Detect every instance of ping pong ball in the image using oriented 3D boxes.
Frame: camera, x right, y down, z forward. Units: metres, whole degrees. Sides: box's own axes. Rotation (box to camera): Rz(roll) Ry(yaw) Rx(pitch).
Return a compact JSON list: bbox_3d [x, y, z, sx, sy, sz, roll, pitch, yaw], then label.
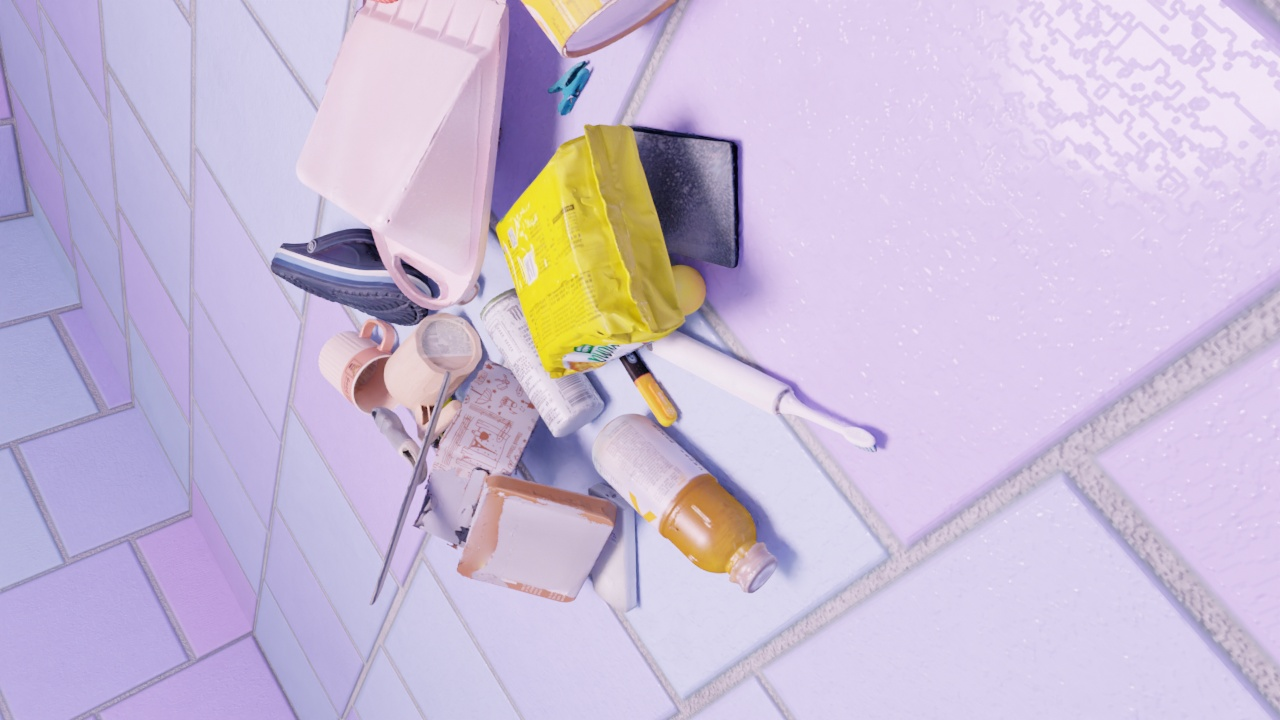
[{"bbox_3d":[0.032,-0.055,0.724,0.040,0.040,0.040,27,128,40],"label":"ping pong ball"}]

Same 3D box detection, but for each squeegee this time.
[{"bbox_3d":[-0.257,0.098,0.994,0.246,0.039,0.246,34,106,61],"label":"squeegee"}]

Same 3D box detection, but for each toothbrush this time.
[{"bbox_3d":[0.087,0.020,0.708,0.221,0.026,0.026,28,167,39],"label":"toothbrush"}]

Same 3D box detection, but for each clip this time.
[{"bbox_3d":[-0.058,-0.229,0.764,0.057,0.015,0.049,-37,77,54],"label":"clip"}]

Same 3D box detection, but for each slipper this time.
[{"bbox_3d":[-0.342,-0.110,1.114,0.253,0.105,0.095,13,78,32],"label":"slipper"}]

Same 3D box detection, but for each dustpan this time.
[{"bbox_3d":[-0.195,-0.194,0.836,0.222,0.138,0.273,35,98,39],"label":"dustpan"}]

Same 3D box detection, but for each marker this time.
[{"bbox_3d":[-0.005,0.005,0.819,0.124,0.018,0.015,57,143,14],"label":"marker"}]

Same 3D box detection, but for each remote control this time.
[{"bbox_3d":[-0.028,0.194,0.946,0.056,0.019,0.135,23,124,42],"label":"remote control"}]

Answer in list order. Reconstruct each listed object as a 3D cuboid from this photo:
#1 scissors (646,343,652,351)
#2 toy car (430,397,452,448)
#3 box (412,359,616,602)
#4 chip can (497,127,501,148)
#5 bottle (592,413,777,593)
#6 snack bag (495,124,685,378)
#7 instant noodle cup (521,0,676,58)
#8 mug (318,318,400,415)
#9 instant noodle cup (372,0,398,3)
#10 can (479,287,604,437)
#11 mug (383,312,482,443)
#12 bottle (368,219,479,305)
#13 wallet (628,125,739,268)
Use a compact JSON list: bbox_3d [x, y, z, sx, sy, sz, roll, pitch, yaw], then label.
[{"bbox_3d":[-0.021,-0.098,0.753,0.170,0.019,0.179,-147,49,-59],"label":"scissors"},{"bbox_3d":[-0.246,0.058,1.132,0.048,0.032,0.105,-6,92,52],"label":"toy car"},{"bbox_3d":[-0.116,0.133,0.953,0.193,0.156,0.184,24,137,-5],"label":"box"},{"bbox_3d":[-0.226,-0.225,0.924,0.215,0.071,0.071,11,117,47],"label":"chip can"},{"bbox_3d":[0.037,0.122,0.788,0.189,0.067,0.068,41,136,30],"label":"bottle"},{"bbox_3d":[-0.053,-0.075,0.731,0.247,0.068,0.158,-23,81,67],"label":"snack bag"},{"bbox_3d":[-0.034,-0.281,0.617,0.138,0.137,0.110,-24,99,53],"label":"instant noodle cup"},{"bbox_3d":[-0.361,0.000,1.209,0.106,0.081,0.114,28,102,41],"label":"mug"},{"bbox_3d":[-0.220,-0.379,0.784,0.164,0.188,0.079,31,166,40],"label":"instant noodle cup"},{"bbox_3d":[-0.097,0.001,0.896,0.146,0.058,0.058,55,142,15],"label":"can"},{"bbox_3d":[-0.233,0.020,1.040,0.104,0.084,0.124,-37,58,51],"label":"mug"},{"bbox_3d":[-0.252,-0.136,1.014,0.206,0.059,0.060,44,138,22],"label":"bottle"},{"bbox_3d":[0.029,-0.127,0.710,0.121,0.019,0.097,21,126,42],"label":"wallet"}]
